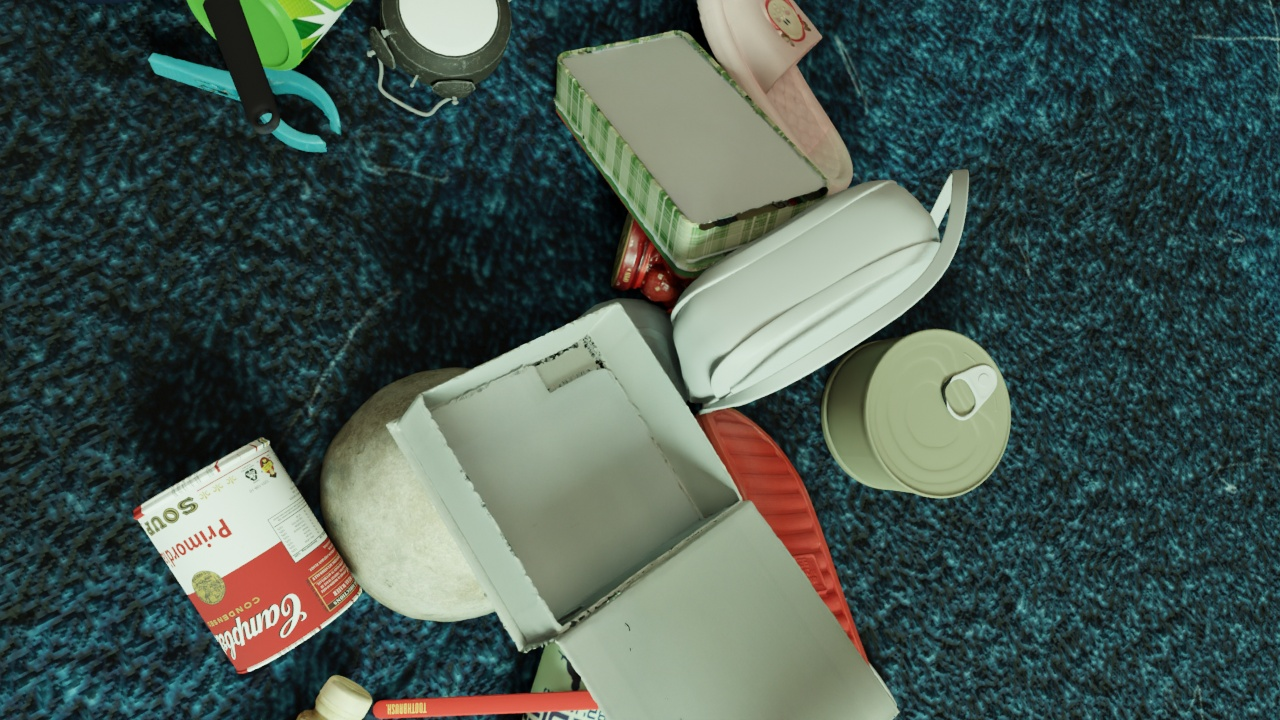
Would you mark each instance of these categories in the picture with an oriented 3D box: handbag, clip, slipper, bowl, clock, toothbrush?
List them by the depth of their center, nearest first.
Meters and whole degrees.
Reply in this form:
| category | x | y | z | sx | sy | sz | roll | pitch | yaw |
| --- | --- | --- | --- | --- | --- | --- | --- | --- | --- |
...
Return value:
| category | x | y | z | sx | sy | sz | roll | pitch | yaw |
| --- | --- | --- | --- | --- | --- | --- | --- | --- | --- |
| toothbrush | -0.080 | 0.222 | 0.594 | 0.213 | 0.018 | 0.012 | -8 | 73 | 14 |
| bowl | -0.120 | 0.091 | 0.615 | 0.178 | 0.081 | 0.178 | 1 | 88 | -18 |
| clip | -0.262 | -0.181 | 0.618 | 0.119 | 0.027 | 0.102 | 37 | 79 | -11 |
| handbag | 0.127 | -0.026 | 0.629 | 0.216 | 0.222 | 0.095 | -30 | 72 | 1 |
| clock | -0.140 | -0.237 | 0.649 | 0.091 | 0.044 | 0.122 | 27 | 79 | -14 |
| slipper | 0.093 | 0.148 | 0.664 | 0.103 | 0.059 | 0.248 | 5 | 57 | -54 |
| bowl | -0.004 | 0.004 | 0.678 | 0.106 | 0.039 | 0.106 | 1 | 86 | -17 |
| slipper | 0.106 | -0.226 | 0.702 | 0.221 | 0.056 | 0.106 | 59 | 39 | -13 |

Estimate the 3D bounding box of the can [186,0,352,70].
| category | x | y | z | sx | sy | sz | roll | pitch | yaw |
| --- | --- | --- | --- | --- | --- | --- | --- | --- | --- |
| can | -0.219 | -0.265 | 0.593 | 0.083 | 0.083 | 0.143 | 32 | 62 | -13 |

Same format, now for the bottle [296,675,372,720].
| category | x | y | z | sx | sy | sz | roll | pitch | yaw |
| --- | --- | --- | --- | --- | --- | --- | --- | --- | --- |
| bottle | -0.229 | 0.280 | 0.578 | 0.059 | 0.060 | 0.166 | 35 | 77 | -12 |

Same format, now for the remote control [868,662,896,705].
| category | x | y | z | sx | sy | sz | roll | pitch | yaw |
| --- | --- | --- | --- | --- | --- | --- | --- | --- | --- |
| remote control | 0.149 | 0.249 | 0.714 | 0.060 | 0.028 | 0.114 | -45 | 100 | -15 |

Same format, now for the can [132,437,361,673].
| category | x | y | z | sx | sy | sz | roll | pitch | yaw |
| --- | --- | --- | --- | --- | --- | --- | --- | --- | --- |
| can | -0.242 | 0.119 | 0.571 | 0.086 | 0.087 | 0.116 | -32 | 96 | -17 |

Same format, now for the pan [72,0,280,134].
| category | x | y | z | sx | sy | sz | roll | pitch | yaw |
| --- | --- | --- | --- | --- | --- | --- | --- | --- | --- |
| pan | -0.246 | -0.232 | 0.513 | 0.198 | 0.021 | 0.356 | -28 | 56 | -6 |

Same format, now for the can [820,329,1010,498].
| category | x | y | z | sx | sy | sz | roll | pitch | yaw |
| --- | --- | --- | --- | --- | --- | --- | --- | --- | --- |
| can | 0.215 | 0.042 | 0.726 | 0.127 | 0.073 | 0.127 | 1 | 86 | -17 |

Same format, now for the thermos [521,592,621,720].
| category | x | y | z | sx | sy | sz | roll | pitch | yaw |
| --- | --- | --- | --- | --- | --- | --- | --- | --- | --- |
| thermos | -0.039 | 0.226 | 0.634 | 0.082 | 0.082 | 0.231 | 20 | 80 | -15 |

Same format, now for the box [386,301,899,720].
| category | x | y | z | sx | sy | sz | roll | pitch | yaw |
| --- | --- | --- | --- | --- | --- | --- | --- | --- | --- |
| box | 0.018 | 0.140 | 0.548 | 0.165 | 0.099 | 0.368 | -29 | 76 | -35 |

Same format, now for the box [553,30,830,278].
| category | x | y | z | sx | sy | sz | roll | pitch | yaw |
| --- | --- | --- | --- | --- | --- | --- | --- | --- | --- |
| box | 0.030 | -0.150 | 0.638 | 0.117 | 0.051 | 0.205 | -20 | 56 | -23 |

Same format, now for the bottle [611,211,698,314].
| category | x | y | z | sx | sy | sz | roll | pitch | yaw |
| --- | --- | --- | --- | --- | --- | --- | --- | --- | --- |
| bottle | 0.042 | -0.077 | 0.665 | 0.111 | 0.099 | 0.099 | 15 | 82 | -7 |
